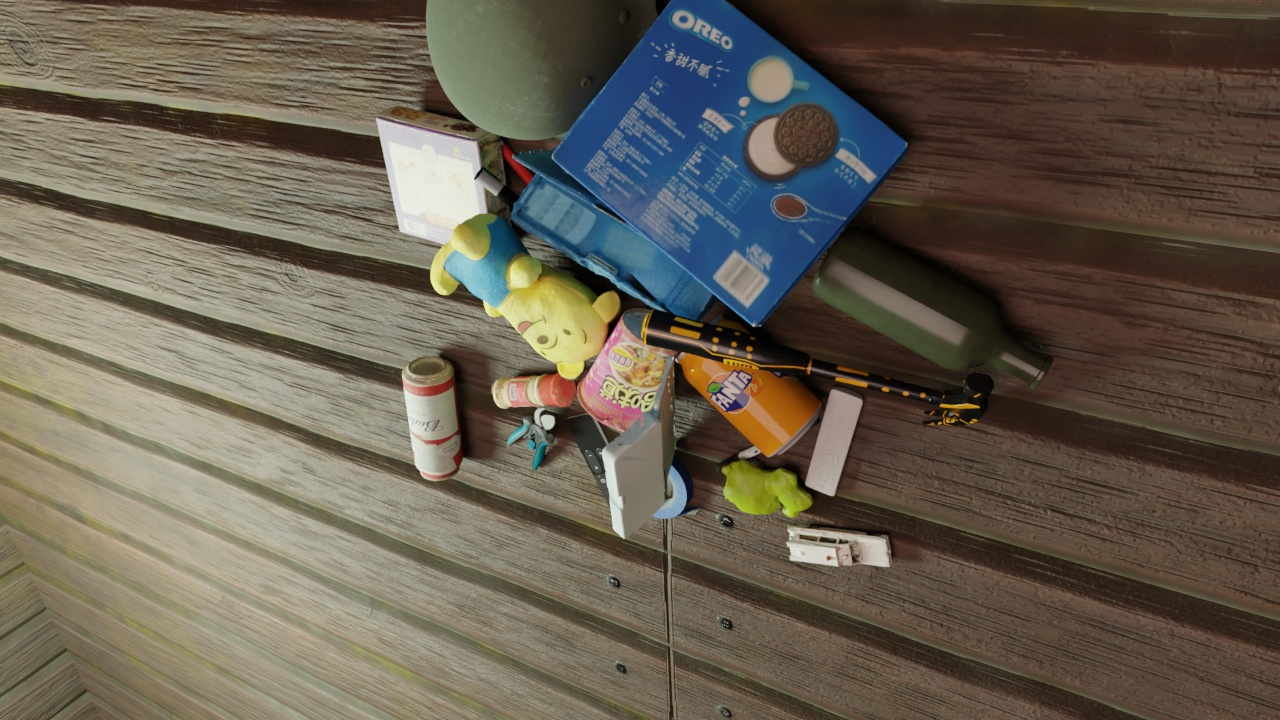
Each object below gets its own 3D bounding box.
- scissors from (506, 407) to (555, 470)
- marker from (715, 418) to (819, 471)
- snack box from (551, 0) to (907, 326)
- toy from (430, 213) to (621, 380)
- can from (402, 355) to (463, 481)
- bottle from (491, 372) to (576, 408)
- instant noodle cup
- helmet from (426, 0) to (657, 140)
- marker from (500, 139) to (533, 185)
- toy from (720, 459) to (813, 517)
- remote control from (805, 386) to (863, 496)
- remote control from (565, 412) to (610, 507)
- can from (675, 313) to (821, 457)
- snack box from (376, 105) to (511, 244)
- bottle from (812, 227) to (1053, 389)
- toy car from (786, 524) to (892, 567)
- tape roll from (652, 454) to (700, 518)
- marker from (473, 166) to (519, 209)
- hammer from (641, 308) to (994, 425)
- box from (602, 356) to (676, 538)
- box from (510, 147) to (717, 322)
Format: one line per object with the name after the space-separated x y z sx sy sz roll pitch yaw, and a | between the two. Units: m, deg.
-0.135 0.099 1.164 0.128 0.019 0.153 15 135 38 | scissors
0.135 0.093 1.001 0.153 0.011 0.011 -33 96 41 | marker
0.073 -0.176 0.791 0.239 0.056 0.196 41 99 7 | snack box
-0.121 -0.075 1.001 0.214 0.083 0.149 34 152 -17 | toy
-0.277 0.079 1.230 0.067 0.067 0.170 18 125 24 | can
-0.131 0.037 1.125 0.109 0.044 0.044 -4 114 36 | bottle
-0.006 0.006 0.996 0.098 0.097 0.109 33 122 13 | instant noodle cup
-0.101 -0.304 0.825 0.227 0.153 0.269 39 131 8 | helmet
-0.159 -0.242 0.996 0.142 0.012 0.013 50 132 -2 | marker
0.137 0.143 1.015 0.094 0.036 0.094 -28 109 37 | toy
0.201 0.085 0.952 0.033 0.012 0.131 21 127 19 | remote control
-0.046 0.131 1.147 0.045 0.008 0.147 -15 108 39 | remote control
0.109 0.025 0.932 0.142 0.078 0.079 44 132 3 | can
-0.219 -0.200 1.031 0.143 0.040 0.148 19 132 24 | snack box
0.255 -0.040 0.802 0.207 0.071 0.072 31 130 15 | bottle
0.214 0.205 0.998 0.113 0.038 0.039 1 117 33 | toy car
0.020 0.148 1.107 0.092 0.016 0.093 -10 111 37 | tape roll
-0.117 -0.157 0.982 0.140 0.016 0.016 36 135 -21 | marker
0.156 0.006 0.853 0.321 0.036 0.123 14 162 11 | hammer
0.010 0.099 0.965 0.049 0.136 0.197 24 151 16 | box
-0.024 -0.130 0.898 0.231 0.102 0.094 33 88 14 | box
